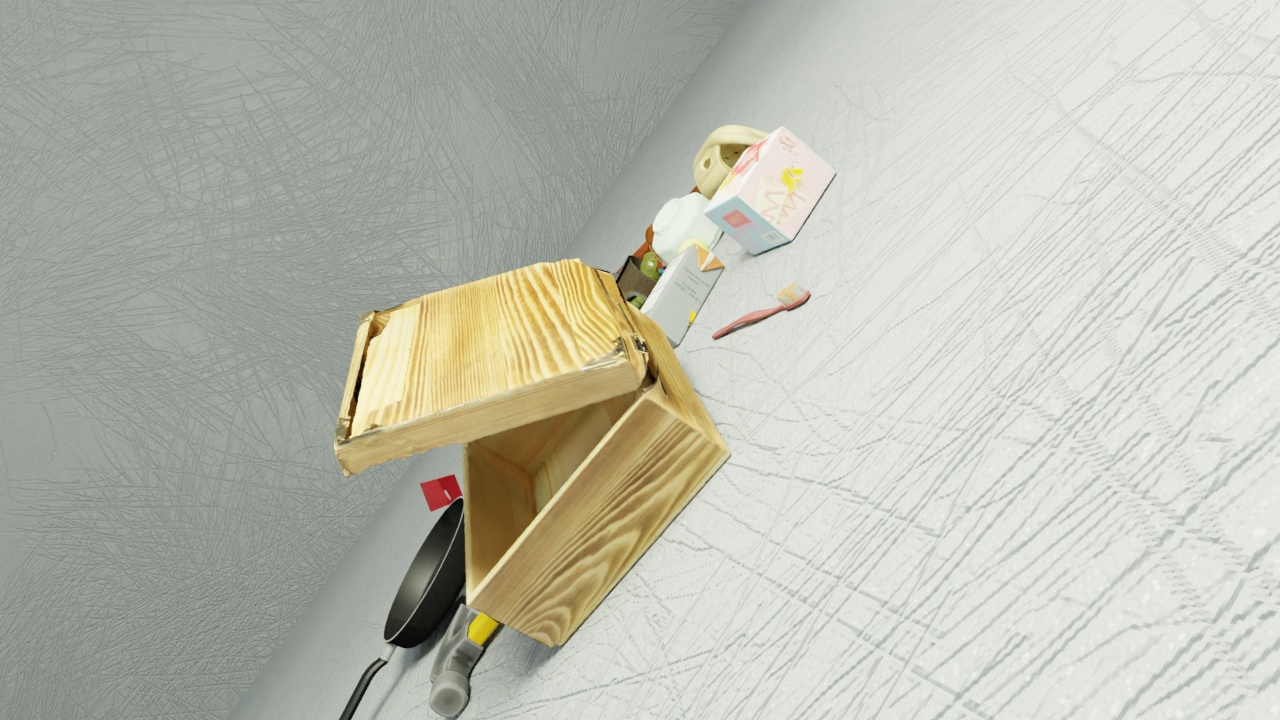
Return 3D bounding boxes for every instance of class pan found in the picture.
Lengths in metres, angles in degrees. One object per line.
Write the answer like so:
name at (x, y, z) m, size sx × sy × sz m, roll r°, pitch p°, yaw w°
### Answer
pan at (-0.296, 0.339, 1.164) m, size 0.205 × 0.044 × 0.354 m, roll -25°, pitch 37°, yaw 64°

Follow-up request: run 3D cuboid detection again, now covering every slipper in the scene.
slipper at (0.121, -0.227, 1.148) m, size 0.261 × 0.111 × 0.079 m, roll -158°, pitch 83°, yaw -81°

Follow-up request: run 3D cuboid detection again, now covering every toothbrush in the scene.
toothbrush at (0.105, -0.043, 0.866) m, size 0.015 × 0.015 × 0.185 m, roll -51°, pitch 9°, yaw -22°

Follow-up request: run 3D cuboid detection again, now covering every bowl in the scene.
bowl at (0.057, -0.183, 1.256) m, size 0.118 × 0.061 × 0.117 m, roll -41°, pitch 29°, yaw 29°

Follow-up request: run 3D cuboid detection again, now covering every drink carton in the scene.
drink carton at (0.042, -0.073, 1.097) m, size 0.124 × 0.048 × 0.076 m, roll -59°, pitch 14°, yaw -24°

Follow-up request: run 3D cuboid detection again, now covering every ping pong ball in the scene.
ping pong ball at (0.070, -0.139, 1.195) m, size 0.040 × 0.040 × 0.040 m, roll -50°, pitch 13°, yaw 15°

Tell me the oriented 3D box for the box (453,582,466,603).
box at (-0.194, 0.221, 1.198) m, size 0.210 × 0.037 × 0.189 m, roll -44°, pitch 13°, yaw 44°

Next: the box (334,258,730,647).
box at (-0.103, 0.021, 0.800) m, size 0.270 × 0.264 × 0.279 m, roll -48°, pitch 22°, yaw 11°

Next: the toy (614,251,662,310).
toy at (-0.018, -0.075, 1.252) m, size 0.153 × 0.078 × 0.179 m, roll -54°, pitch 14°, yaw 14°

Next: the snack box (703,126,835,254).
snack box at (0.135, -0.178, 0.973) m, size 0.094 × 0.079 × 0.093 m, roll -55°, pitch 13°, yaw -13°

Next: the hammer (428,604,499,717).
hammer at (-0.107, 0.204, 0.944) m, size 0.324 × 0.034 × 0.170 m, roll -51°, pitch 11°, yaw 4°

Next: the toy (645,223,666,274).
toy at (0.049, -0.160, 1.350) m, size 0.090 × 0.070 × 0.102 m, roll -20°, pitch 56°, yaw 46°

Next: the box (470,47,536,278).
box at (-0.153, -0.169, 1.295) m, size 0.214 × 0.138 × 0.467 m, roll 51°, pitch -136°, yaw -87°

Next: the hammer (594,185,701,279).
hammer at (0.034, -0.198, 1.427) m, size 0.300 × 0.028 × 0.111 m, roll -49°, pitch -29°, yaw -15°
